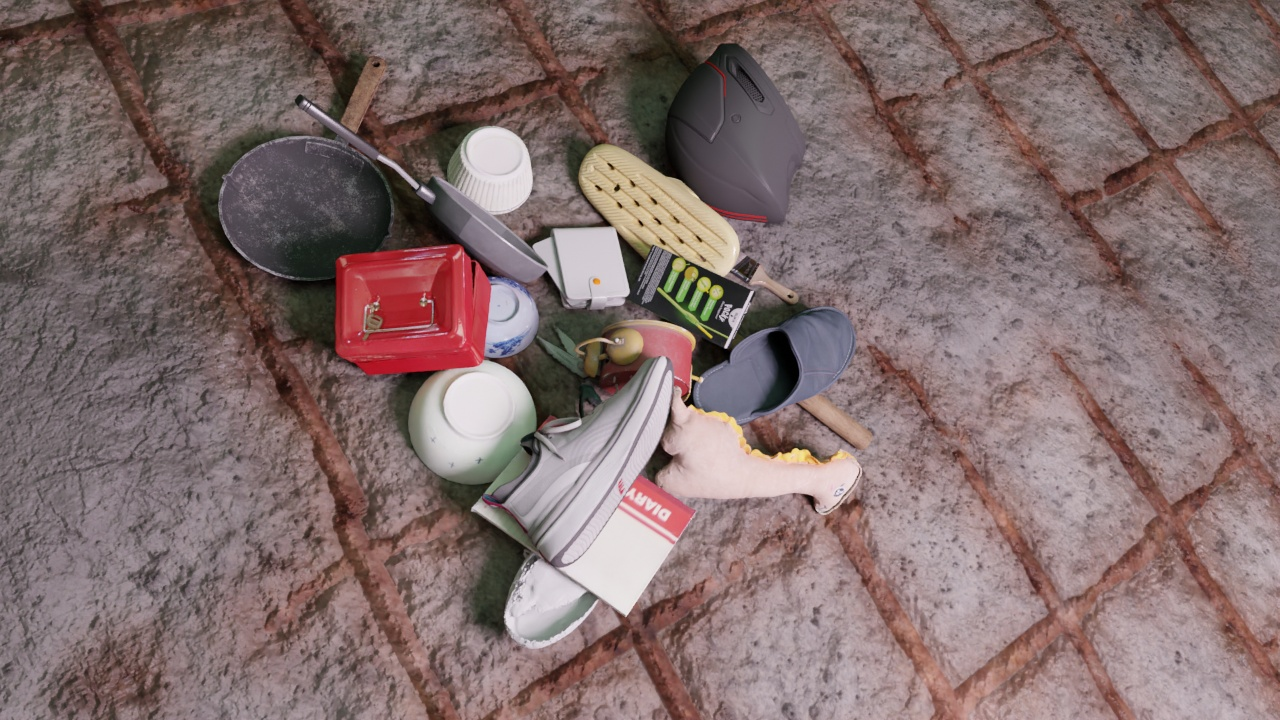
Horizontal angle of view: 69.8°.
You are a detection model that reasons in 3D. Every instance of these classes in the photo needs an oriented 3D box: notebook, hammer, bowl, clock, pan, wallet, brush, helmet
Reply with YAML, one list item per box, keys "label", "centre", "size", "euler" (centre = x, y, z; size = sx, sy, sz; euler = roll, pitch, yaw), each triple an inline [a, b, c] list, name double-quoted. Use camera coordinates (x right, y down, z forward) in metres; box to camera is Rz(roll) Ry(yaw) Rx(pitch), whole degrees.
- label: "notebook"
  centre: [-0.062, 0.170, 1.042]
  size: [0.209, 0.012, 0.152]
  euler: [32, 59, 10]
- label: "hammer"
  centre: [0.179, 0.017, 1.236]
  size: [0.322, 0.040, 0.129]
  euler: [37, 67, -1]
- label: "bowl"
  centre: [-0.180, -0.063, 1.153]
  size: [0.114, 0.045, 0.114]
  euler: [6, 67, -14]
- label: "clock"
  centre: [-0.007, 0.006, 1.117]
  size: [0.158, 0.117, 0.081]
  euler: [20, 64, -33]
- label: "pan"
  centre: [-0.393, -0.251, 1.171]
  size: [0.207, 0.040, 0.356]
  euler: [19, 63, -8]
- label: "bowl"
  centre: [-0.194, 0.064, 1.083]
  size: [0.153, 0.073, 0.153]
  euler: [6, 68, -14]
- label: "bowl"
  centre: [-0.196, -0.259, 1.218]
  size: [0.115, 0.063, 0.115]
  euler: [6, 67, -14]
- label: "wallet"
  centre: [-0.081, -0.123, 1.212]
  size: [0.115, 0.038, 0.118]
  euler: [-5, 67, -18]
- label: "brush"
  centre: [0.159, -0.124, 1.298]
  size: [0.151, 0.012, 0.038]
  euler: [34, 63, -1]
- label: "helmet"
  centre: [0.124, -0.298, 1.273]
  size: [0.170, 0.164, 0.264]
  euler: [-34, 74, 4]
- label: "pan"
  centre: [-0.249, -0.191, 1.068]
  size: [0.041, 0.357, 0.178]
  euler: [-50, 43, 5]

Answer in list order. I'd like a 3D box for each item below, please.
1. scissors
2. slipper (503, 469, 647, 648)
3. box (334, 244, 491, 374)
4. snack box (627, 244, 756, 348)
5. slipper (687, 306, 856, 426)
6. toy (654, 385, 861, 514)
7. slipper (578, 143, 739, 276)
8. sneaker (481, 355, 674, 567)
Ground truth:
- label: "scissors"
  centre: [-0.065, 0.044, 1.163]
  size: [0.209, 0.015, 0.141]
  euler: [32, 65, -3]
- label: "slipper"
  centre: [-0.073, 0.220, 1.053]
  size: [0.112, 0.075, 0.246]
  euler: [20, 55, 21]
- label: "box"
  centre: [-0.262, -0.054, 1.071]
  size: [0.157, 0.112, 0.134]
  euler: [-3, 73, 6]
- label: "snack box"
  centre: [0.065, -0.083, 1.185]
  size: [0.147, 0.025, 0.080]
  euler: [28, 99, 21]
- label: "slipper"
  centre: [0.187, 0.004, 1.179]
  size: [0.265, 0.084, 0.109]
  euler: [-27, 81, -23]
- label: "toy"
  centre: [0.151, 0.115, 1.132]
  size: [0.264, 0.196, 0.065]
  euler: [0, 32, -7]
- label: "slipper"
  centre: [0.027, -0.197, 1.251]
  size: [0.261, 0.111, 0.079]
  euler: [40, 21, 14]
- label: "sneaker"
  centre: [-0.061, 0.092, 1.023]
  size: [0.129, 0.097, 0.262]
  euler: [30, 73, 18]
